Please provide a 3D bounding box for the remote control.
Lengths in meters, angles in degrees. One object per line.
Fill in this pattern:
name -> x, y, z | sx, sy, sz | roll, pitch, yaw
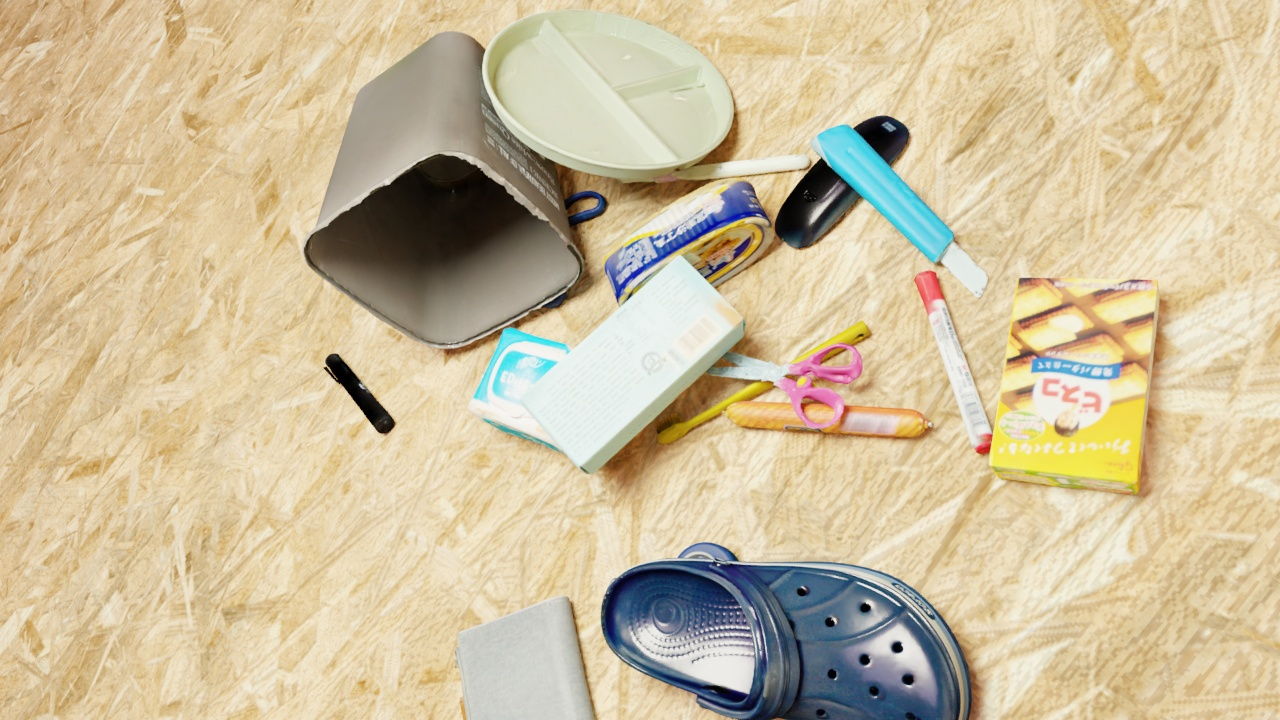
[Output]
remote control -> 0.163, -0.152, 0.758 | 0.136, 0.024, 0.053 | -47, 55, 5

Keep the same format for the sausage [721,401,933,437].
sausage -> 0.136, 0.043, 0.689 | 0.165, 0.021, 0.021 | 2, 70, 31

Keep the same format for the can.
can -> 0.039, -0.093, 0.776 | 0.148, 0.074, 0.049 | -30, 59, 15

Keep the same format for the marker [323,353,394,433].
marker -> -0.294, 0.033, 0.950 | 0.022, 0.020, 0.132 | -45, 53, -8

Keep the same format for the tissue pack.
tissue pack -> -0.080, 0.027, 0.798 | 0.140, 0.063, 0.090 | 15, 77, 35

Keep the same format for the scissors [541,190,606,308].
scissors -> -0.103, -0.118, 0.911 | 0.162, 0.012, 0.175 | -36, 54, 14

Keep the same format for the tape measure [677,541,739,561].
tape measure -> 0.051, 0.164, 0.683 | 0.058, 0.025, 0.054 | 40, 91, 29

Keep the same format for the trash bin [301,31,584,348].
trash bin -> -0.178, -0.167, 0.863 | 0.199, 0.199, 0.219 | -25, 49, 23

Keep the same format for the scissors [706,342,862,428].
scissors -> 0.109, 0.002, 0.708 | 0.138, 0.017, 0.076 | 25, 80, 43

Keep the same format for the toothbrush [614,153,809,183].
toothbrush -> 0.062, -0.174, 0.833 | 0.190, 0.029, 0.020 | 3, 112, 30

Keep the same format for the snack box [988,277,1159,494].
snack box -> 0.287, 0.013, 0.606 | 0.087, 0.033, 0.140 | 5, 73, 33

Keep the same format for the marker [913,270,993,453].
marker -> 0.225, -0.001, 0.659 | 0.017, 0.017, 0.145 | -21, 60, 21

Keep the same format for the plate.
plate -> -0.028, -0.243, 0.832 | 0.230, 0.028, 0.229 | 7, 51, -9

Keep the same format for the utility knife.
utility knife -> 0.202, -0.118, 0.709 | 0.034, 0.018, 0.185 | -39, 67, 4

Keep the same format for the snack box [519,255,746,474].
snack box -> -0.004, 0.004, 0.720 | 0.175, 0.051, 0.074 | -42, 74, -4

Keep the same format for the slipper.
slipper -> 0.082, 0.182, 0.598 | 0.253, 0.095, 0.105 | 6, 90, 28

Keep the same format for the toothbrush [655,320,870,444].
toothbrush -> 0.093, 0.017, 0.730 | 0.190, 0.015, 0.016 | -30, 50, 16

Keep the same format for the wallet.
wallet -> -0.091, 0.263, 0.716 | 0.107, 0.037, 0.129 | -22, 59, 8
